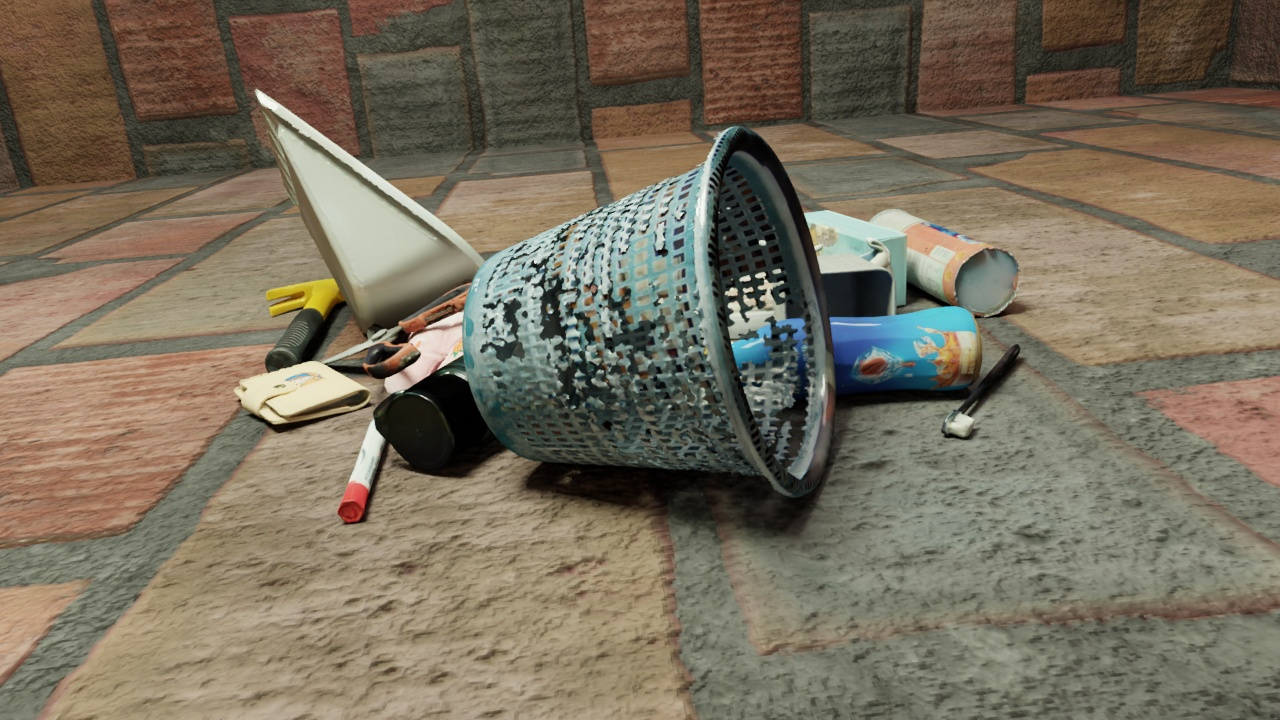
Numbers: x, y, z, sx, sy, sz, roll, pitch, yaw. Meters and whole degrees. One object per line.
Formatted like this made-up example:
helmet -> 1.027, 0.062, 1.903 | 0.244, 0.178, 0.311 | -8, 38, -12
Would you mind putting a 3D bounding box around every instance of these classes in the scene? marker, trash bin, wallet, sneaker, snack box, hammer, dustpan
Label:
marker -> -0.192, 0.072, 0.645 | 0.017, 0.017, 0.145 | -7, 19, -6
trash bin -> 0.003, -0.017, 0.602 | 0.195, 0.226, 0.226 | -9, 15, 26
wallet -> -0.296, 0.027, 0.789 | 0.087, 0.024, 0.115 | -20, 26, -35
sneaker -> 0.123, -0.076, 0.887 | 0.242, 0.091, 0.089 | -2, 19, 10
snack box -> 0.219, -0.111, 0.987 | 0.051, 0.074, 0.175 | -9, 20, -15
hammer -> -0.356, -0.043, 0.987 | 0.128, 0.033, 0.300 | -8, 19, -7
dustpan -> -0.252, -0.133, 0.930 | 0.142, 0.257, 0.223 | -26, -6, -18

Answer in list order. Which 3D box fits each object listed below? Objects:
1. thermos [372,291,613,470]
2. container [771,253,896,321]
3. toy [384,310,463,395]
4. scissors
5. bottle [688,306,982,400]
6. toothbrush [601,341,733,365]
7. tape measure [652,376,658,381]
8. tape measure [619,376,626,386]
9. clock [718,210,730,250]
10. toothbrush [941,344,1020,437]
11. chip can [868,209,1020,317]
thermos -> -0.110, 0.006, 0.733 | 0.090, 0.068, 0.241 | 12, 24, 24
container -> 0.161, -0.044, 0.791 | 0.090, 0.090, 0.114 | -4, 16, 1
toy -> -0.160, -0.012, 0.828 | 0.121, 0.054, 0.159 | -7, 24, 18
scissors -> -0.219, -0.020, 0.818 | 0.227, 0.015, 0.188 | -25, 21, 17
bottle -> 0.145, -0.003, 0.709 | 0.219, 0.065, 0.065 | -3, 19, 2
toothbrush -> 0.031, -0.003, 0.758 | 0.189, 0.020, 0.029 | -4, -15, -30
tape measure -> -0.005, 0.005, 0.783 | 0.058, 0.025, 0.054 | -3, 18, 8
tape measure -> -0.032, 0.023, 0.730 | 0.060, 0.029, 0.057 | 19, 24, 19
clock -> 0.080, -0.146, 1.104 | 0.122, 0.055, 0.082 | 19, -20, 11
toothbrush -> 0.264, 0.019, 0.695 | 0.018, 0.016, 0.180 | 15, 27, 31
chip can -> 0.306, -0.106, 0.959 | 0.071, 0.071, 0.214 | -7, 20, -8
